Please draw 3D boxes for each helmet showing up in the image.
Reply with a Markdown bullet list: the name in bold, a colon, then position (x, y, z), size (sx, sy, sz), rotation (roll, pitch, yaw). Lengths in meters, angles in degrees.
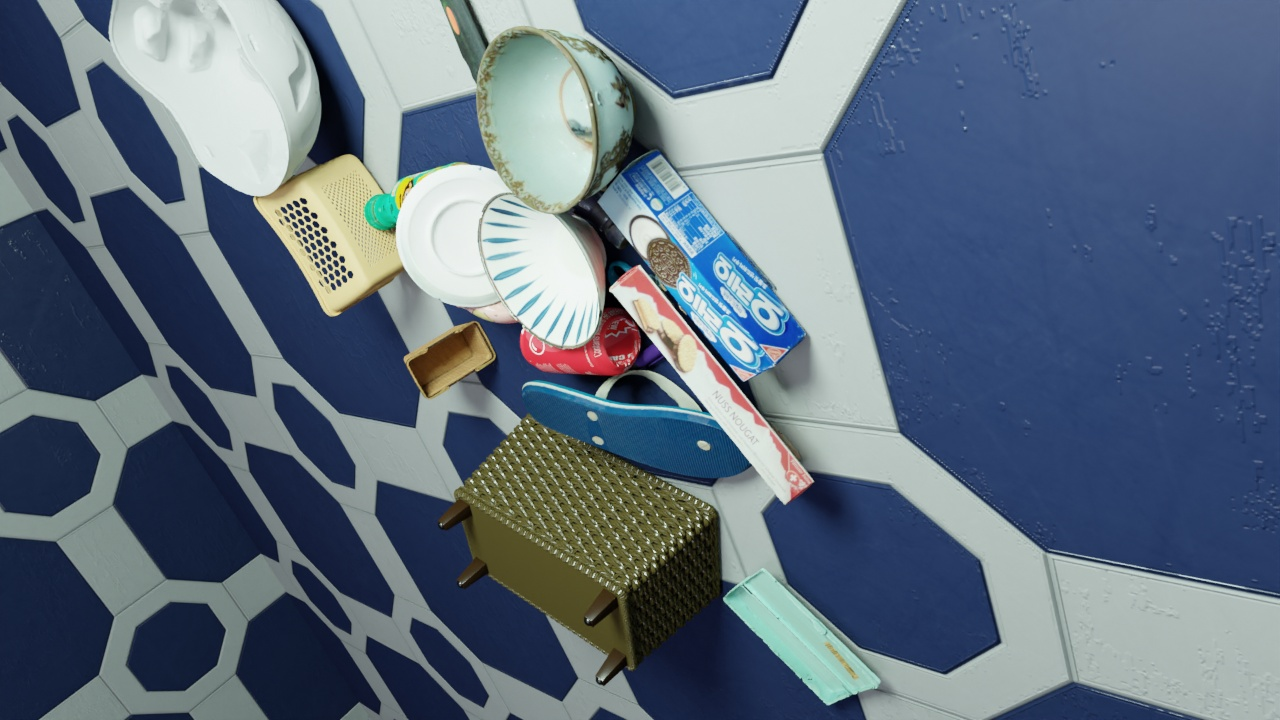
- **helmet**: position (-0.492, -0.339, 1.103), size (0.282, 0.183, 0.225), rotation (59, 142, 10)

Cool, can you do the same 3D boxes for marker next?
- **marker**: position (-0.006, 0.006, 1.046), size (0.018, 0.015, 0.134), rotation (41, 146, -10)

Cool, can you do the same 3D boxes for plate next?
- **plate**: position (-0.189, -0.136, 1.011), size (0.157, 0.157, 0.014), rotation (60, 178, -14)

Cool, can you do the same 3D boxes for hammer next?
- **hammer**: position (-0.185, -0.358, 0.899), size (0.133, 0.033, 0.333), rotation (5, 127, 44)

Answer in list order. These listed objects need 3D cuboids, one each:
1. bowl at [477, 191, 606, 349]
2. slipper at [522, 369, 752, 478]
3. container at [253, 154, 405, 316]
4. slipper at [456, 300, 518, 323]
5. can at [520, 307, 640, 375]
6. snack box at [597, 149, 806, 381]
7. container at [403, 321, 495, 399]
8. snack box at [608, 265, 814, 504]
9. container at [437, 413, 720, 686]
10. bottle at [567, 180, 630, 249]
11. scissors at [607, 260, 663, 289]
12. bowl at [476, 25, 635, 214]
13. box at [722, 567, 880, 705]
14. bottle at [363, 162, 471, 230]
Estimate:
- **bowl**: position (-0.085, -0.105, 0.963), size (0.177, 0.070, 0.178), rotation (29, 137, 30)
- **slipper**: position (0.000, 0.066, 1.050), size (0.295, 0.060, 0.118), rotation (12, 139, 23)
- **container**: position (-0.411, -0.167, 1.229), size (0.167, 0.128, 0.183), rotation (-15, 111, 44)
- **slipper**: position (-0.198, -0.092, 1.106), size (0.197, 0.093, 0.082), rotation (31, 151, 26)
- **can**: position (-0.069, -0.022, 1.036), size (0.143, 0.074, 0.074), rotation (2, 123, 46)
- **snack box**: position (0.057, -0.088, 0.857), size (0.226, 0.059, 0.060), rotation (50, 148, -2)
- **container**: position (-0.264, -0.003, 1.242), size (0.061, 0.113, 0.063), rotation (10, 130, 59)
- **snack box**: position (0.071, 0.020, 0.909), size (0.273, 0.044, 0.076), rotation (50, -176, -5)
- **container**: position (-0.087, 0.243, 1.184), size (0.321, 0.204, 0.177), rotation (24, 137, 32)
- **bottle**: position (-0.063, -0.177, 0.905), size (0.161, 0.056, 0.056), rotation (45, 144, 8)
- **scissors**: position (0.023, -0.072, 0.950), size (0.134, 0.015, 0.104), rotation (-7, 113, 45)
- **bowl**: position (-0.062, -0.221, 0.822), size (0.160, 0.093, 0.160), rotation (25, 128, 37)
- **box**: position (0.193, 0.335, 1.116), size (0.186, 0.033, 0.137), rotation (44, 144, 8)
- **bottle**: position (-0.266, -0.189, 1.103), size (0.210, 0.067, 0.068), rotation (0, 122, 47)
